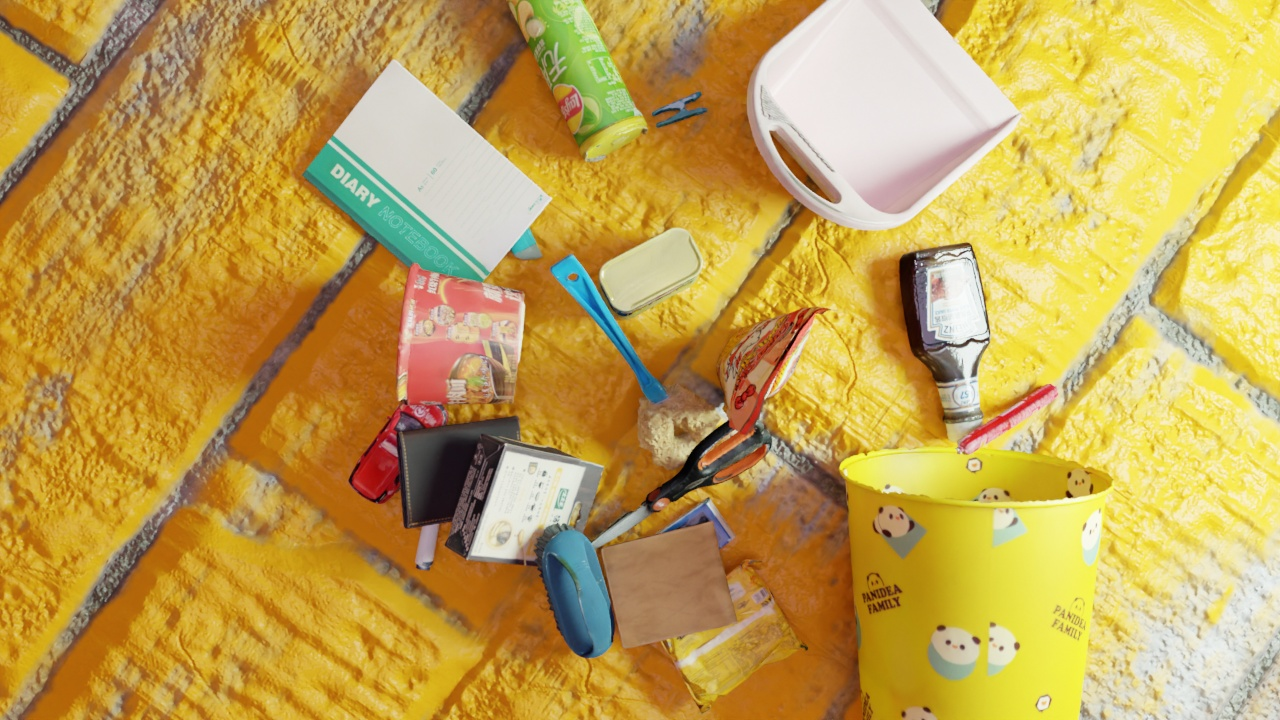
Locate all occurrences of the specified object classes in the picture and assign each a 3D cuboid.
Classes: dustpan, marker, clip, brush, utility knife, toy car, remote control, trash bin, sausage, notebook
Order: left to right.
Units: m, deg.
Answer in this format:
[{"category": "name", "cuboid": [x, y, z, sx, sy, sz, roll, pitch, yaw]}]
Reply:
[{"category": "toy car", "cuboid": [-0.239, 0.087, 0.907, 0.053, 0.045, 0.120, 36, 87, -2]}, {"category": "notebook", "cuboid": [-0.213, -0.173, 0.914, 0.209, 0.012, 0.150, 41, 97, 0]}, {"category": "marker", "cuboid": [-0.205, 0.146, 0.920, 0.022, 0.018, 0.130, 10, 90, -10]}, {"category": "utility knife", "cuboid": [-0.151, -0.173, 0.922, 0.029, 0.013, 0.171, -30, 92, -3]}, {"category": "brush", "cuboid": [-0.056, 0.226, 0.875, 0.055, 0.073, 0.144, -23, 114, -22]}, {"category": "brush", "cuboid": [-0.005, 0.005, 0.866, 0.083, 0.045, 0.255, -31, 115, 9]}, {"category": "remote control", "cuboid": [0.031, 0.192, 0.920, 0.125, 0.024, 0.049, -34, 91, -1]}, {"category": "clip", "cuboid": [0.039, -0.253, 0.925, 0.057, 0.014, 0.046, -22, 92, -2]}, {"category": "dustpan", "cuboid": [0.228, -0.243, 0.866, 0.273, 0.139, 0.222, -44, 90, 0]}, {"category": "trash bin", "cuboid": [0.296, 0.223, 0.834, 0.229, 0.229, 0.255, -1, 96, -1]}, {"category": "sausage", "cuboid": [0.362, 0.058, 0.903, 0.155, 0.020, 0.020, -25, 90, -25]}]

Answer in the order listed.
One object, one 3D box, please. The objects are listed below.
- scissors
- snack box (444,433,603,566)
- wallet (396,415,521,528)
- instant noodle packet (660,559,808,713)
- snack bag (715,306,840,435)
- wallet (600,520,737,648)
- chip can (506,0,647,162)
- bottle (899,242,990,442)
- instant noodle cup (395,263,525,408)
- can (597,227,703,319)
[{"category": "scissors", "cuboid": [0.036, 0.139, 0.911, 0.235, 0.124, 0.021, -47, 49, 18]}, {"category": "snack box", "cuboid": [-0.111, 0.139, 0.885, 0.053, 0.125, 0.113, 18, 89, 43]}, {"category": "wallet", "cuboid": [-0.174, 0.109, 0.898, 0.122, 0.020, 0.096, -6, 95, -26]}, {"category": "instant noodle packet", "cuboid": [0.088, 0.270, 0.912, 0.128, 0.044, 0.111, -30, 89, -3]}, {"category": "snack bag", "cuboid": [0.114, 0.005, 0.830, 0.073, 0.208, 0.128, 38, 90, 1]}, {"category": "wallet", "cuboid": [0.027, 0.217, 0.892, 0.115, 0.020, 0.101, -13, 79, 4]}, {"category": "chip can", "cuboid": [-0.072, -0.308, 0.895, 0.072, 0.072, 0.221, -26, 90, -1]}, {"category": "bottle", "cuboid": [0.310, -0.016, 0.915, 0.080, 0.044, 0.195, -10, 91, -8]}, {"category": "instant noodle cup", "cuboid": [-0.168, -0.020, 0.868, 0.108, 0.138, 0.138, 5, 90, -9]}, {"category": "can", "cuboid": [0.009, -0.084, 0.890, 0.102, 0.083, 0.057, -28, 90, -1]}]
